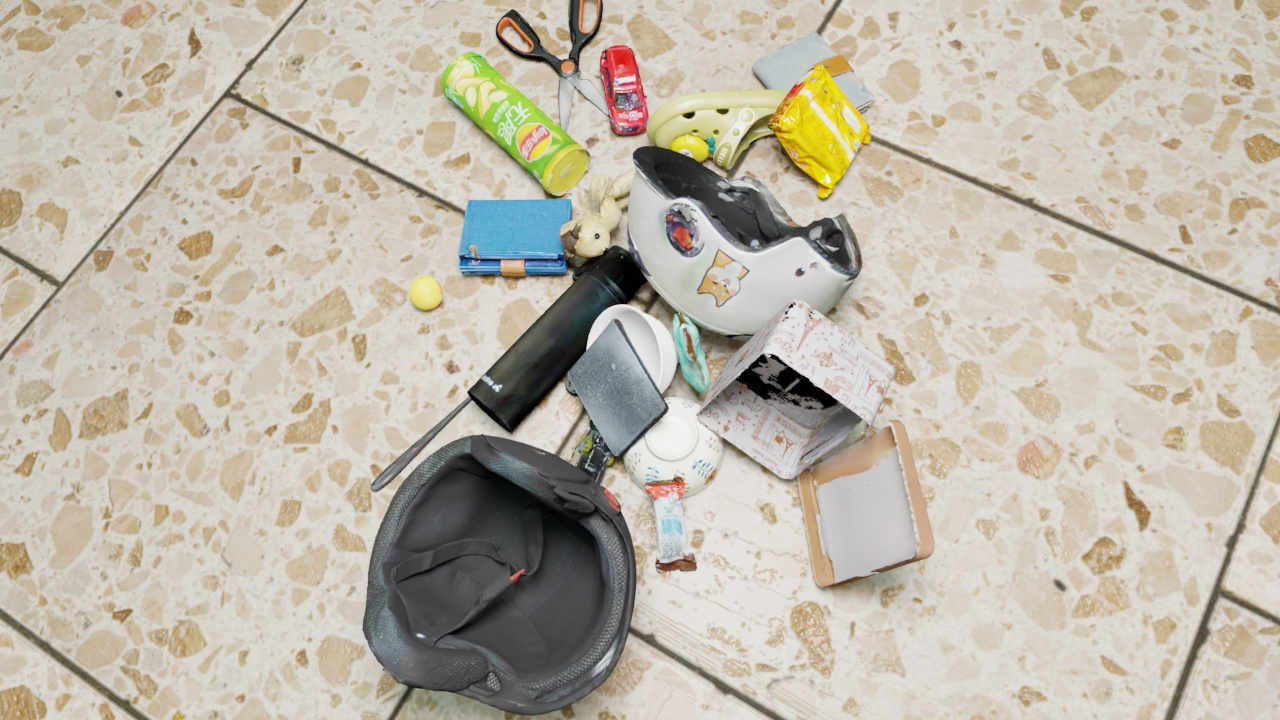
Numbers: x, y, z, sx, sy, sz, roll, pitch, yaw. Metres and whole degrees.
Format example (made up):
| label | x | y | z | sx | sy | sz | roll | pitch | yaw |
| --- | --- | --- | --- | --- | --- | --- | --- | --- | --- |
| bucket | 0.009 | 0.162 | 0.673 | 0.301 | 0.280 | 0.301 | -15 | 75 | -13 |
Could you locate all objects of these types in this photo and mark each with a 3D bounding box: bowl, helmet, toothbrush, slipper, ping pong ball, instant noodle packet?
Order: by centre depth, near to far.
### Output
| label | x | y | z | sx | sy | sz | roll | pitch | yaw |
| --- | --- | --- | --- | --- | --- | --- | --- | --- | --- |
| helmet | -0.118 | 0.200 | 0.876 | 0.275 | 0.230 | 0.233 | 35 | 92 | 17 |
| bowl | 0.035 | 0.089 | 0.997 | 0.113 | 0.062 | 0.113 | -1 | 70 | 3 |
| helmet | 0.096 | -0.113 | 1.009 | 0.274 | 0.229 | 0.157 | 26 | 114 | 12 |
| bowl | 0.003 | -0.004 | 1.014 | 0.064 | 0.119 | 0.118 | -7 | 61 | -44 |
| toothbrush | -0.238 | 0.083 | 1.045 | 0.015 | 0.018 | 0.181 | 42 | 79 | 14 |
| ping pong ball | -0.256 | -0.081 | 1.094 | 0.040 | 0.040 | 0.040 | -1 | 69 | 3 |
| instant noodle packet | 0.217 | -0.275 | 1.102 | 0.110 | 0.128 | 0.044 | -54 | 31 | -13 |
| slipper | 0.104 | -0.280 | 1.121 | 0.190 | 0.092 | 0.081 | -8 | 74 | 0 |

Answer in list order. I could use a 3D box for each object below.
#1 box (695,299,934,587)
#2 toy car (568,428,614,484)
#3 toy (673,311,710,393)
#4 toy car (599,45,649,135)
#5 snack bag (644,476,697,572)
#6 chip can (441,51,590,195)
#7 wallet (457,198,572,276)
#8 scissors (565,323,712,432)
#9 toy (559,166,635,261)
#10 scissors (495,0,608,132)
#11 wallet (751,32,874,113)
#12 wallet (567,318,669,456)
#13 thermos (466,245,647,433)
| label | x | y | z | sx | sy | sz | roll | pitch | yaw |
| --- | --- | --- | --- | --- | --- | --- | --- | --- | --- |
| box | 0.182 | 0.085 | 0.919 | 0.130 | 0.180 | 0.272 | -26 | 78 | -30 |
| toy car | -0.062 | 0.122 | 1.002 | 0.042 | 0.035 | 0.090 | 33 | 68 | -30 |
| toy | 0.054 | -0.006 | 0.975 | 0.030 | 0.092 | 0.096 | -18 | 26 | 3 |
| toy car | -0.022 | -0.346 | 1.171 | 0.053 | 0.045 | 0.120 | -11 | 78 | -8 |
| snack bag | 0.032 | 0.174 | 0.966 | 0.045 | 0.026 | 0.105 | -7 | 98 | 4 |
| chip can | -0.161 | -0.302 | 1.157 | 0.072 | 0.073 | 0.221 | -43 | 72 | -12 |
| wallet | -0.150 | -0.151 | 1.116 | 0.133 | 0.040 | 0.106 | 0 | 60 | 4 |
| scissors | -0.003 | 0.020 | 1.055 | 0.163 | 0.014 | 0.165 | 10 | 68 | 5 |
| toy | -0.037 | -0.175 | 1.087 | 0.066 | 0.105 | 0.156 | 36 | 55 | 10 |
| scissors | -0.106 | -0.402 | 1.221 | 0.225 | 0.022 | 0.220 | 19 | 76 | 10 |
| wallet | 0.221 | -0.354 | 1.168 | 0.106 | 0.037 | 0.129 | -30 | 70 | -7 |
| wallet | -0.026 | 0.031 | 0.987 | 0.019 | 0.097 | 0.120 | -6 | 58 | -46 |
| thermos | -0.097 | -0.031 | 1.058 | 0.242 | 0.068 | 0.090 | -48 | 41 | -15 |
